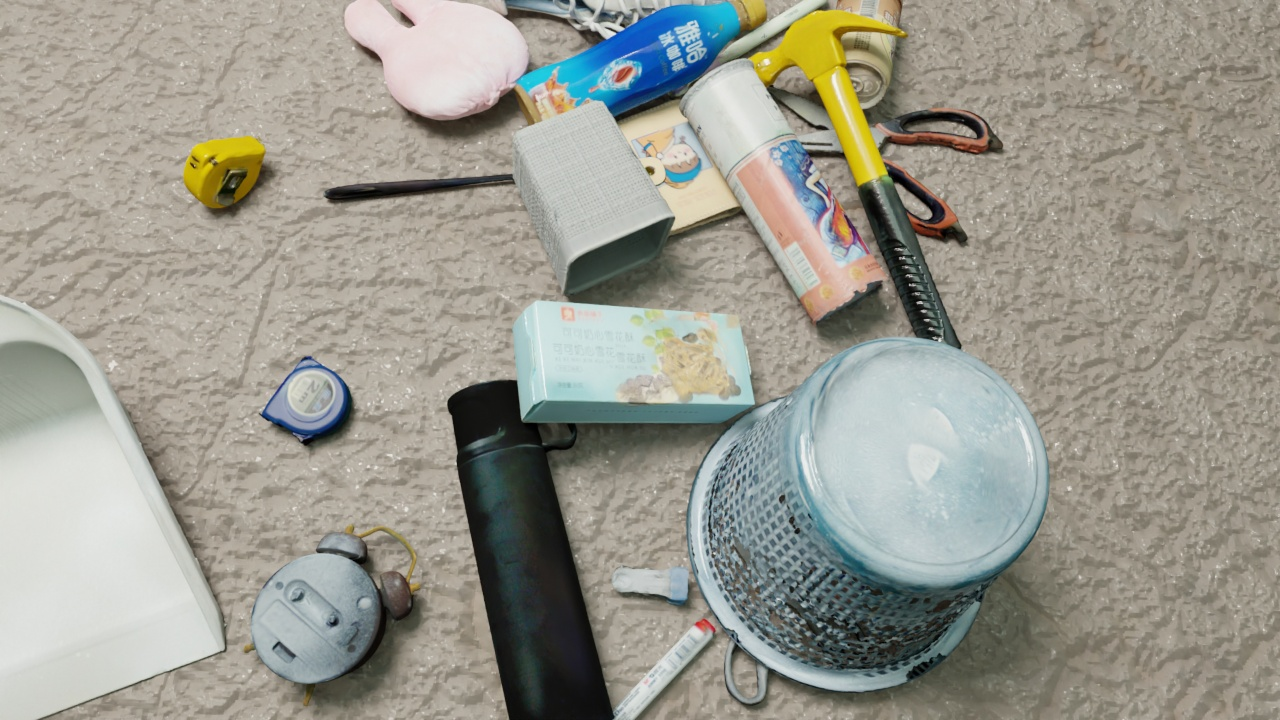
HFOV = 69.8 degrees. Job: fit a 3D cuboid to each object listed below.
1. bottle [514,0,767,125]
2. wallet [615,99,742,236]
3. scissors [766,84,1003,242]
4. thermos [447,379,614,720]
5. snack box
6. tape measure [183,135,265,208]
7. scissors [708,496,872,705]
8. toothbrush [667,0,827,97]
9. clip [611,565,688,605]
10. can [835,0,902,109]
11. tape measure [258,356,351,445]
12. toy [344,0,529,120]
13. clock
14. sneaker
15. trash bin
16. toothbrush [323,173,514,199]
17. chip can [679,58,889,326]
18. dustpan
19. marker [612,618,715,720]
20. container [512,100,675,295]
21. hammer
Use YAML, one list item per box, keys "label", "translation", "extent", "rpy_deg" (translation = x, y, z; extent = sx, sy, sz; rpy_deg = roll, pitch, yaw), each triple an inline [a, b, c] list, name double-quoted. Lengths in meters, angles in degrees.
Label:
- label: "bottle"
  translation: [0.004, -0.250, 0.765]
  extent: [0.218, 0.065, 0.065]
  rpy_deg: [-28, 75, -4]
- label: "wallet"
  translation: [0.023, -0.162, 0.778]
  extent: [0.087, 0.024, 0.115]
  rpy_deg: [-21, 75, -18]
- label: "scissors"
  translation: [0.214, -0.186, 0.808]
  extent: [0.188, 0.015, 0.227]
  rpy_deg: [-36, 78, -16]
- label: "thermos"
  translation: [-0.070, 0.132, 0.638]
  extent: [0.090, 0.068, 0.242]
  rpy_deg: [-14, 72, -4]
- label: "snack box"
  translation: [-0.004, 0.004, 0.672]
  extent: [0.174, 0.052, 0.074]
  rpy_deg: [2, 69, -27]
- label: "tape measure"
  translation: [-0.325, -0.146, 0.718]
  extent: [0.029, 0.057, 0.059]
  rpy_deg: [41, 32, 11]
- label: "scissors"
  translation: [0.099, 0.167, 0.674]
  extent: [0.159, 0.014, 0.180]
  rpy_deg: [23, 69, 3]
- label: "toothbrush"
  translation: [0.098, -0.290, 0.830]
  extent: [0.189, 0.020, 0.029]
  rpy_deg: [-34, 70, -16]
- label: "clip"
  translation: [0.007, 0.160, 0.664]
  extent: [0.058, 0.043, 0.026]
  rpy_deg: [7, 73, 5]
- label: "can"
  translation: [0.196, -0.281, 0.809]
  extent: [0.058, 0.059, 0.116]
  rpy_deg: [16, 62, 0]
- label: "tape measure"
  translation: [-0.244, 0.032, 0.681]
  extent: [0.054, 0.025, 0.058]
  rpy_deg: [30, 74, 3]
- label: "toy"
  translation: [-0.173, -0.268, 0.779]
  extent: [0.121, 0.054, 0.159]
  rpy_deg: [-41, 74, -18]
- label: "clock"
  translation: [-0.205, 0.166, 0.622]
  extent: [0.082, 0.055, 0.121]
  rpy_deg: [38, 70, 9]
- label: "sneaker"
  translation: [-0.016, -0.318, 0.794]
  extent: [0.242, 0.090, 0.090]
  rpy_deg: [10, 72, -1]
- label: "trash bin"
  translation: [0.152, 0.089, 0.599]
  extent: [0.226, 0.195, 0.226]
  rpy_deg: [1, 65, -3]
- label: "toothbrush"
  translation: [-0.169, -0.148, 0.757]
  extent: [0.181, 0.016, 0.018]
  rpy_deg: [-9, 66, -9]
- label: "chip can"
  translation: [0.115, -0.135, 0.743]
  extent: [0.071, 0.071, 0.214]
  rpy_deg: [-27, 80, -14]
- label: "dustpan"
  translation: [-0.425, 0.095, 0.581]
  extent: [0.222, 0.143, 0.257]
  rpy_deg: [-19, 72, -12]
- label: "marker"
  translation: [-0.001, 0.236, 0.638]
  extent: [0.145, 0.017, 0.017]
  rpy_deg: [-42, 79, -17]
- label: "container"
  translation: [-0.043, -0.128, 0.718]
  extent: [0.090, 0.090, 0.114]
  rpy_deg: [-25, 80, -14]
- label: "hammer"
  translation: [0.191, -0.144, 0.748]
  extent: [0.032, 0.129, 0.300]
  rpy_deg: [-16, 84, -55]
